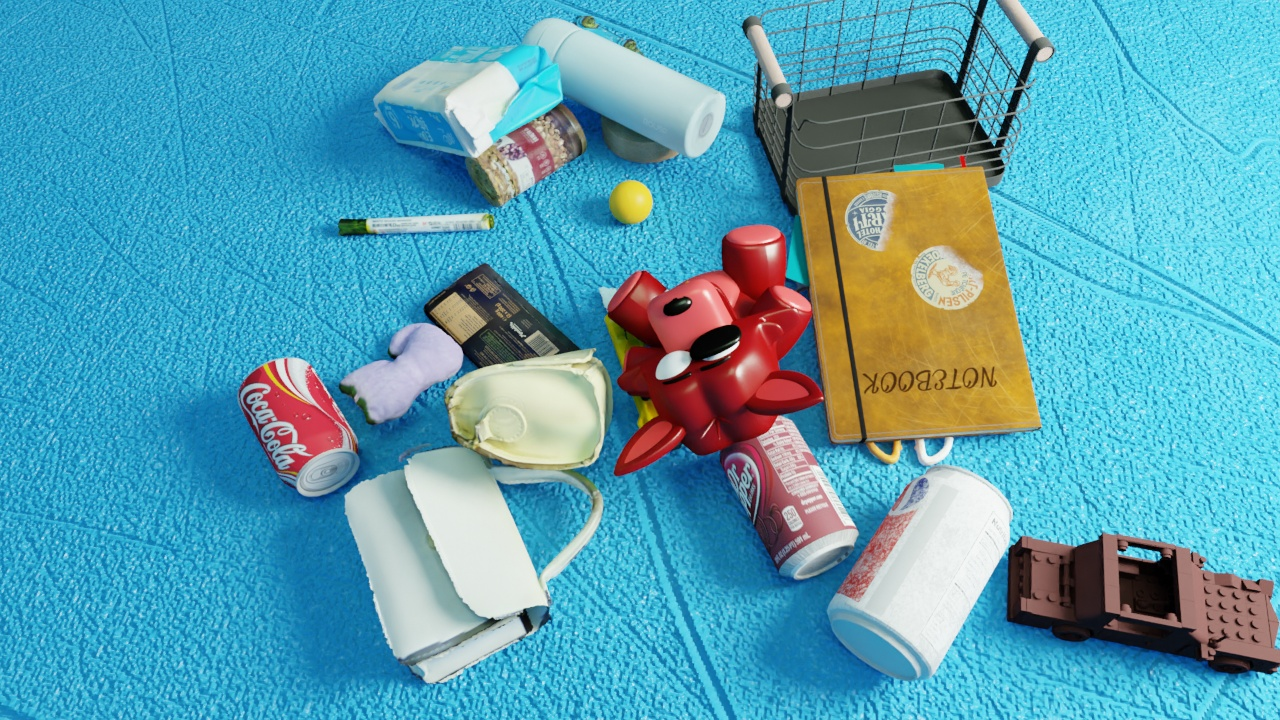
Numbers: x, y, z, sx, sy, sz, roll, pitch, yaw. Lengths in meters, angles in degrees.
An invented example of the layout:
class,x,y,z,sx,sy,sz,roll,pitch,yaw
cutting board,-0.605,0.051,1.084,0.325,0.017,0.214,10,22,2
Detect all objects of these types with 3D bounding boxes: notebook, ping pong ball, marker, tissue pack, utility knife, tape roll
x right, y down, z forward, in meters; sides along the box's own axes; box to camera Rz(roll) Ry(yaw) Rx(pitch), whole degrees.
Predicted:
class,x,y,z,sx,sy,sz,roll,pitch,yaw
notebook,0.212,-0.057,0.751,0.178,0.014,0.249,-4,69,0
ping pong ball,-0.009,-0.146,0.847,0.040,0.040,0.040,-2,58,2
marker,-0.211,-0.127,0.863,0.146,0.017,0.017,-2,58,2
tissue pack,-0.172,-0.253,0.881,0.116,0.066,0.209,-41,38,-21
utility knife,-0.005,0.004,0.770,0.030,0.017,0.175,-12,54,-15
tape roll,0.007,-0.240,0.913,0.094,0.027,0.093,-2,58,3

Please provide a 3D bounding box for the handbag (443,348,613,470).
class,x,y,z,sx,sy,sz,roll,pitch,yaw
handbag,-0.079,0.035,0.681,0.111,0.119,0.081,-2,93,2

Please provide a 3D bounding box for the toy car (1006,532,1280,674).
class,x,y,z,sx,sy,sz,roll,pitch,yaw
toy car,0.343,0.160,0.620,0.170,0.062,0.070,10,59,9

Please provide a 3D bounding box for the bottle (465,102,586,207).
class,x,y,z,sx,sy,sz,roll,pitch,yaw
bottle,-0.109,-0.197,0.876,0.105,0.056,0.056,-37,63,-17

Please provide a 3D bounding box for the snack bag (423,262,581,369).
class,x,y,z,sx,sy,sz,roll,pitch,yaw
snack bag,-0.115,-0.021,0.788,0.074,0.018,0.155,-38,63,-19

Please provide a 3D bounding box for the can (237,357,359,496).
class,x,y,z,sx,sy,sz,roll,pitch,yaw
can,-0.269,0.052,0.725,0.064,0.064,0.105,-33,62,-16

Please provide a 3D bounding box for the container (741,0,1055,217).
class,x,y,z,sx,sy,sz,roll,pitch,yaw
container,0.221,-0.245,0.837,0.241,0.130,0.162,-11,55,-3

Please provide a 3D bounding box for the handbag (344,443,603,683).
class,x,y,z,sx,sy,sz,roll,pitch,yaw
handbag,-0.111,0.126,0.664,0.176,0.074,0.151,-22,59,-11

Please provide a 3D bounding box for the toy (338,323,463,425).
class,x,y,z,sx,sy,sz,roll,pitch,yaw
toy,-0.200,0.008,0.767,0.099,0.036,0.080,-36,52,-22

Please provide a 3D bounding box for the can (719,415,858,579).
class,x,y,z,sx,sy,sz,roll,pitch,yaw
can,0.107,0.098,0.673,0.063,0.063,0.114,-21,59,-10

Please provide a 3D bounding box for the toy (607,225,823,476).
class,x,y,z,sx,sy,sz,roll,pitch,yaw
toy,0.050,-0.008,0.683,0.158,0.120,0.196,-20,30,16

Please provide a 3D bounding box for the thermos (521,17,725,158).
class,x,y,z,sx,sy,sz,roll,pitch,yaw
thermos,-0.022,-0.263,0.872,0.207,0.065,0.077,31,58,20

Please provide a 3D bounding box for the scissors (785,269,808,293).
class,x,y,z,sx,sy,sz,roll,pitch,yaw
scissors,0.185,-0.066,0.797,0.142,0.014,0.171,14,57,18

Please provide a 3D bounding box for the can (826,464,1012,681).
class,x,y,z,sx,sy,sz,roll,pitch,yaw
can,0.194,0.144,0.630,0.078,0.078,0.136,32,65,21

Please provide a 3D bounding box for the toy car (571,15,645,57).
class,x,y,z,sx,sy,sz,roll,pitch,yaw
toy car,-0.037,-0.319,0.954,0.105,0.048,0.032,39,71,22

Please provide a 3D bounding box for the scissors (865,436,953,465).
class,x,y,z,sx,sy,sz,roll,pitch,yaw
scissors,0.221,0.027,0.741,0.073,0.013,0.131,10,60,8
